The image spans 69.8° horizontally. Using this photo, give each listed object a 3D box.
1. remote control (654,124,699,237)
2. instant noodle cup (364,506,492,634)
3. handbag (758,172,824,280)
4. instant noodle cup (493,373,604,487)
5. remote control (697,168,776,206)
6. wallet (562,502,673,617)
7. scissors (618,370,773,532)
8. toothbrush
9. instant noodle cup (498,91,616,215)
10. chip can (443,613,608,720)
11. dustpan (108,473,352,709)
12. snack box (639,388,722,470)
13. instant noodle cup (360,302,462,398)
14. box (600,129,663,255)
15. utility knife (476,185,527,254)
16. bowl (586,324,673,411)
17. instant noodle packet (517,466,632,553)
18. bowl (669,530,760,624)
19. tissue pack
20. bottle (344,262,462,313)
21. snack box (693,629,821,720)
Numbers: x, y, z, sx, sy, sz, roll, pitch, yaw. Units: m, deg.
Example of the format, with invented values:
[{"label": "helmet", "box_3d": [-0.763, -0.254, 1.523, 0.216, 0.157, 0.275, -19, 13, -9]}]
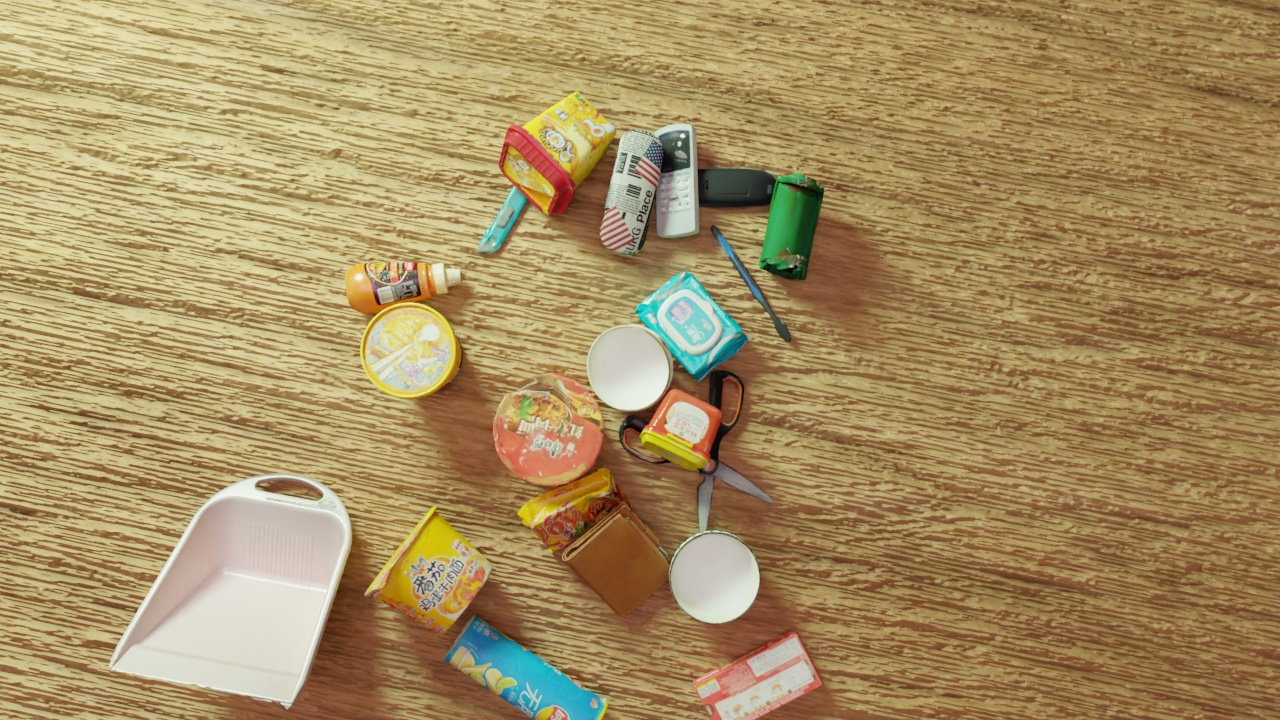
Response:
[{"label": "remote control", "box_3d": [0.048, -0.240, 1.228, 0.058, 0.021, 0.150, -3, 87, 27]}, {"label": "instant noodle cup", "box_3d": [-0.263, 0.272, 1.164, 0.110, 0.138, 0.138, 39, 88, -6]}, {"label": "handbag", "box_3d": [0.198, -0.172, 1.185, 0.068, 0.120, 0.131, 12, 94, 3]}, {"label": "instant noodle cup", "box_3d": [-0.111, 0.091, 1.178, 0.138, 0.108, 0.138, 0, 85, 1]}, {"label": "remote control", "box_3d": [0.117, -0.234, 1.237, 0.136, 0.024, 0.053, 0, 88, 0]}, {"label": "wallet", "box_3d": [-0.023, 0.258, 1.182, 0.108, 0.031, 0.132, -41, 120, -4]}, {"label": "scissors", "box_3d": [0.078, 0.121, 1.220, 0.221, 0.022, 0.233, 12, 86, 1]}, {"label": "toothbrush", "box_3d": [0.148, -0.104, 1.238, 0.014, 0.016, 0.189, -34, 85, 7]}, {"label": "instant noodle cup", "box_3d": [-0.105, -0.274, 1.197, 0.116, 0.116, 0.123, 44, 71, -2]}, {"label": "chip can", "box_3d": [-0.147, 0.413, 1.181, 0.210, 0.071, 0.071, 33, 87, 2]}, {"label": "dustpan", "box_3d": [-0.482, 0.262, 1.127, 0.222, 0.273, 0.139, 10, 112, -2]}, {"label": "snack box", "box_3d": [0.055, 0.087, 1.173, 0.091, 0.082, 0.080, 26, 75, 1]}, {"label": "instant noodle cup", "box_3d": [-0.285, -0.009, 1.182, 0.118, 0.114, 0.118, 0, 86, 0]}, {"label": "box", "box_3d": [-0.011, -0.220, 1.203, 0.075, 0.082, 0.163, 14, 89, 11]}, {"label": "utility knife", "box_3d": [-0.172, -0.214, 1.242, 0.029, 0.013, 0.166, 29, 87, -3]}, {"label": "bowl", "box_3d": [-0.007, 0.007, 1.199, 0.113, 0.062, 0.113, 3, 98, 19]}, {"label": "instant noodle packet", "box_3d": [-0.082, 0.195, 1.179, 0.128, 0.111, 0.044, -26, 51, 0]}, {"label": "bowl", "box_3d": [0.095, 0.276, 1.190, 0.116, 0.066, 0.116, 0, 87, 1]}, {"label": "tissue pack", "box_3d": [0.068, -0.046, 1.214, 0.093, 0.050, 0.133, -43, 88, -3]}, {"label": "bottle", "box_3d": [-0.311, -0.102, 1.217, 0.149, 0.067, 0.066, -9, 87, -7]}, {"label": "snack box", "box_3d": [0.153, 0.423, 1.203, 0.153, 0.025, 0.075, -27, 88, -1]}]
